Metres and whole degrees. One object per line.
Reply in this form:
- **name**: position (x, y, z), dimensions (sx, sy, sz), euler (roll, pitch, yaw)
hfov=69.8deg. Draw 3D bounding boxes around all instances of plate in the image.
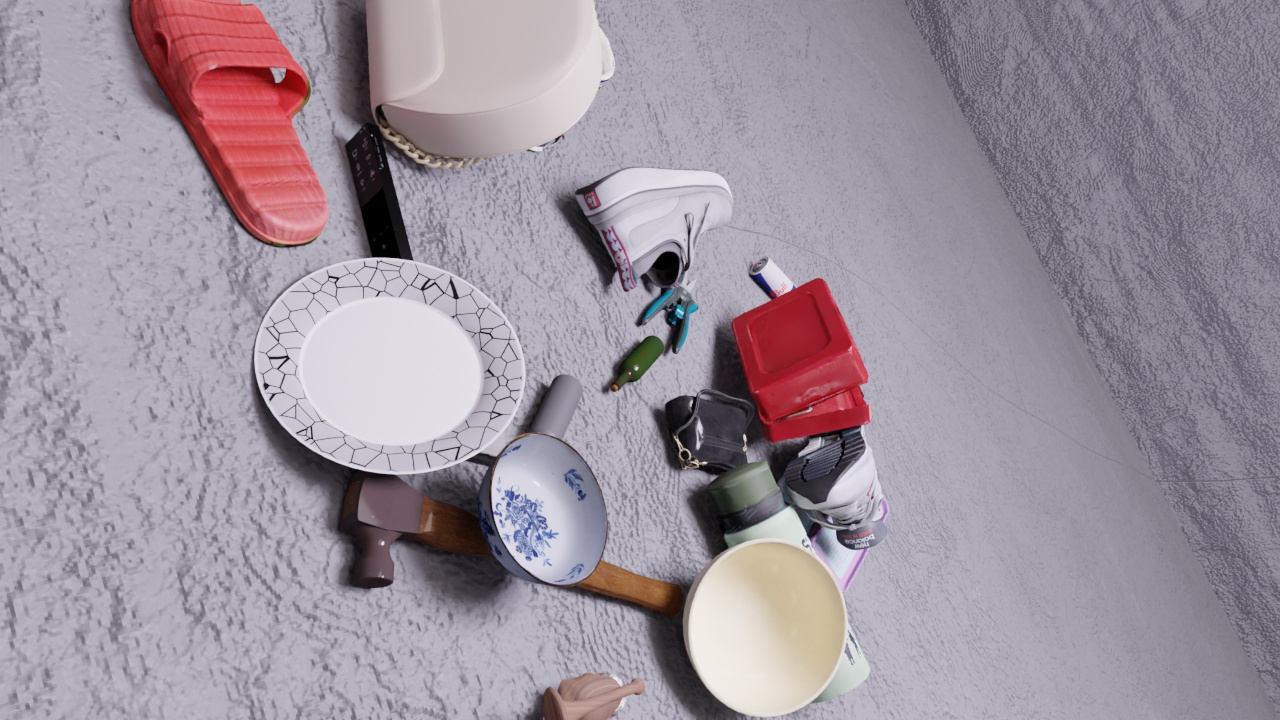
- **plate**: position (-0.179, 0.003, 0.669), dimensions (0.188, 0.016, 0.188), euler (11, 52, -14)

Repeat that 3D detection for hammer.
- **hammer**: position (-0.083, 0.151, 0.718), dimensions (0.322, 0.033, 0.115), euler (29, 47, -37)

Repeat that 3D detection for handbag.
- **handbag**: position (0.074, 0.078, 0.948), dimensions (0.128, 0.054, 0.079), euler (16, 57, -48)
- **handbag**: position (-0.141, -0.289, 0.824), dimensions (0.103, 0.208, 0.210), euler (77, 2, -64)

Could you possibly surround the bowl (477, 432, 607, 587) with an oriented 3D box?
- **bowl**: position (-0.080, 0.114, 0.679), dimensions (0.114, 0.045, 0.114), euler (28, 49, -38)

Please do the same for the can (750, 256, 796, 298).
- **can**: position (0.189, -0.097, 1.237), dimensions (0.095, 0.032, 0.032), euler (43, 38, -22)

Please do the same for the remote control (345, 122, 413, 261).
- **remote control**: position (-0.214, -0.124, 0.753), dimensions (0.013, 0.035, 0.150), euler (3, 62, -50)

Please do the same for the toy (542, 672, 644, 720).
- **toy**: position (-0.042, 0.252, 0.671), dimensions (0.101, 0.055, 0.041), euler (5, 65, -53)

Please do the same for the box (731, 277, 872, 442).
- **box**: position (0.178, -0.003, 1.030), dimensions (0.157, 0.134, 0.110), euler (-98, 169, -51)

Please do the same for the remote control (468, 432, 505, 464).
- **remote control**: position (-0.161, 0.053, 0.707), dimensions (0.136, 0.013, 0.033), euler (21, 49, -40)

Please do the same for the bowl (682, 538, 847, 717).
- **bowl**: position (0.101, 0.233, 0.823), dimensions (0.150, 0.075, 0.150), euler (2, 83, -16)

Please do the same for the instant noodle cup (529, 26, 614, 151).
- **instant noodle cup**: position (-0.100, -0.306, 0.962), dimensions (0.137, 0.113, 0.137), euler (29, 45, -35)

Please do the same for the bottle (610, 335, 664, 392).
- **bottle**: position (-0.005, 0.005, 0.925), dimensions (0.025, 0.025, 0.105), euler (54, 35, -8)

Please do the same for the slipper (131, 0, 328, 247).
- **slipper**: position (-0.298, -0.206, 0.689), dimensions (0.103, 0.059, 0.248), euler (-16, 79, -55)

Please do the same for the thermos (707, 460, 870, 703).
- **thermos**: position (0.139, 0.213, 0.904), dimensions (0.082, 0.083, 0.231), euler (-21, 85, -55)

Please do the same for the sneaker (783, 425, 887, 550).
- **sneaker**: position (0.223, 0.146, 0.985), dimensions (0.124, 0.089, 0.239), euler (70, 22, -6)

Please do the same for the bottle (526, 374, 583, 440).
- **bottle**: position (-0.079, 0.059, 0.789), dimensions (0.030, 0.030, 0.112), euler (45, 37, -20)

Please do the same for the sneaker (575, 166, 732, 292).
- **sneaker**: position (0.037, -0.145, 1.042), dimensions (0.262, 0.097, 0.128), euler (-13, 87, -55)

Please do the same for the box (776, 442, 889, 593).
- **box**: position (0.230, 0.166, 1.093), dimensions (0.213, 0.035, 0.151), euler (-35, 100, -55)

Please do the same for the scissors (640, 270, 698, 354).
- **scissors**: position (0.039, -0.056, 1.032), dimensions (0.123, 0.019, 0.147), euler (14, 49, -41)
